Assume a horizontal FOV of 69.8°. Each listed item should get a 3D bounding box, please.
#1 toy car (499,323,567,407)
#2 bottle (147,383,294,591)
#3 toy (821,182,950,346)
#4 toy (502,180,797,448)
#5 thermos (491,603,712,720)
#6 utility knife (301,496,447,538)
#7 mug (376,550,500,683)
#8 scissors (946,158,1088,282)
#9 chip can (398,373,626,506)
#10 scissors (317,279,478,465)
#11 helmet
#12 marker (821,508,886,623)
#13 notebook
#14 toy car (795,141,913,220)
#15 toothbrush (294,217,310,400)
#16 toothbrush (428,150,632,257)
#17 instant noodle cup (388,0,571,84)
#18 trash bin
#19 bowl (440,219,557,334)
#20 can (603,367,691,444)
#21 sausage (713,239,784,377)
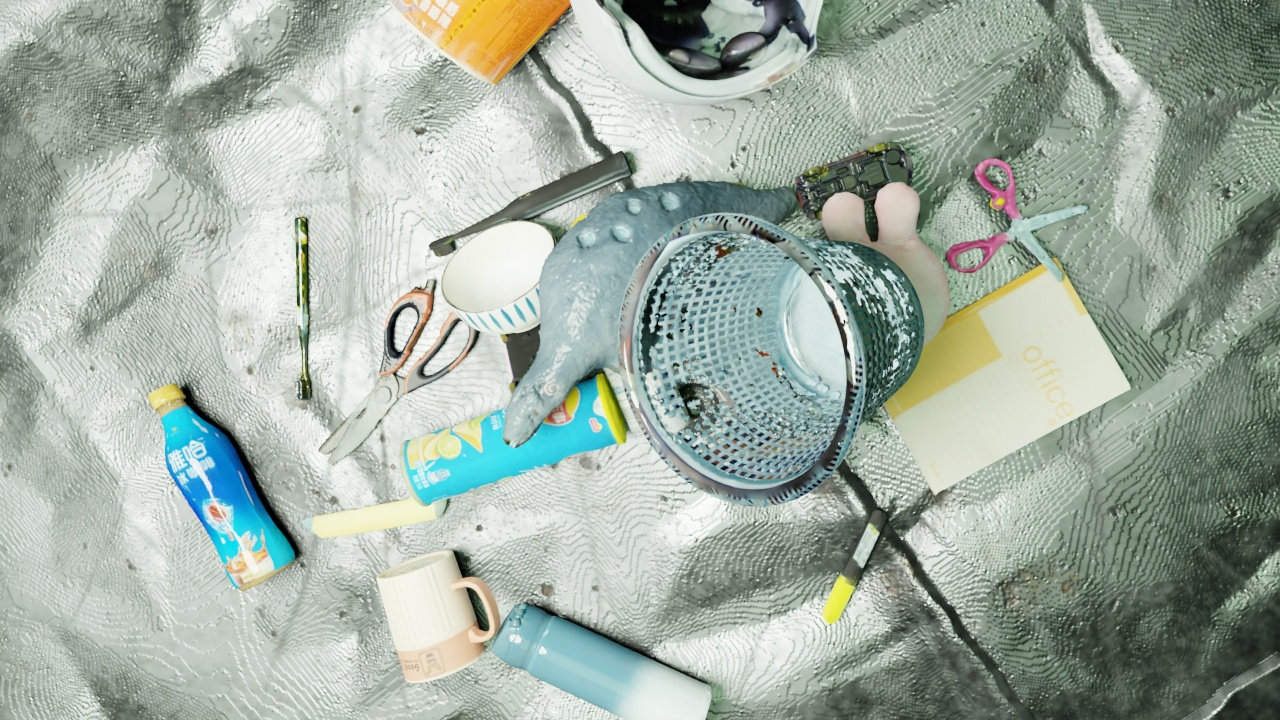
[{"bbox_3d":[-0.100,0.000,0.875,0.056,0.037,0.122,-21,51,3],"label":"toy car"},{"bbox_3d":[-0.429,0.124,0.928,0.065,0.065,0.218,-28,92,7],"label":"bottle"},{"bbox_3d":[0.222,-0.082,0.847,0.121,0.054,0.159,-8,106,7],"label":"toy"},{"bbox_3d":[-0.010,-0.072,0.813,0.356,0.091,0.138,-44,116,-10],"label":"toy"},{"bbox_3d":[-0.040,0.310,0.912,0.220,0.070,0.070,23,97,3],"label":"thermos"},{"bbox_3d":[-0.273,0.160,0.940,0.163,0.018,0.031,-11,90,5],"label":"utility knife"},{"bbox_3d":[-0.195,0.248,0.905,0.115,0.081,0.106,-16,92,22],"label":"mug"},{"bbox_3d":[0.344,-0.122,0.853,0.136,0.017,0.133,-38,88,9],"label":"scissors"},{"bbox_3d":[-0.123,0.078,0.890,0.210,0.071,0.071,-19,94,7],"label":"chip can"},{"bbox_3d":[-0.258,0.012,0.926,0.206,0.015,0.193,-9,96,6],"label":"scissors"},{"bbox_3d":[0.037,-0.338,0.790,0.228,0.146,0.258,-5,88,-21],"label":"helmet"},{"bbox_3d":[0.210,0.202,0.902,0.018,0.015,0.124,25,94,2],"label":"marker"},{"bbox_3d":[0.336,0.016,0.872,0.206,0.010,0.146,-30,91,7],"label":"notebook"},{"bbox_3d":[0.200,-0.167,0.855,0.106,0.031,0.049,-19,95,15],"label":"toy car"},{"bbox_3d":[-0.343,-0.051,0.925,0.012,0.017,0.186,2,96,12],"label":"toothbrush"},{"bbox_3d":[-0.109,-0.148,0.891,0.213,0.026,0.027,-23,130,8],"label":"toothbrush"},{"bbox_3d":[-0.144,-0.329,0.820,0.151,0.151,0.111,41,106,0],"label":"instant noodle cup"},{"bbox_3d":[0.126,-0.015,0.763,0.227,0.194,0.227,12,109,39],"label":"trash bin"},{"bbox_3d":[-0.122,-0.069,0.869,0.116,0.116,0.066,-21,137,7],"label":"bowl"},{"bbox_3d":[-0.005,0.005,0.879,0.058,0.058,0.146,-23,93,7],"label":"can"},{"bbox_3d":[0.099,-0.056,0.882,0.021,0.021,0.165,-26,93,7],"label":"sausage"}]
